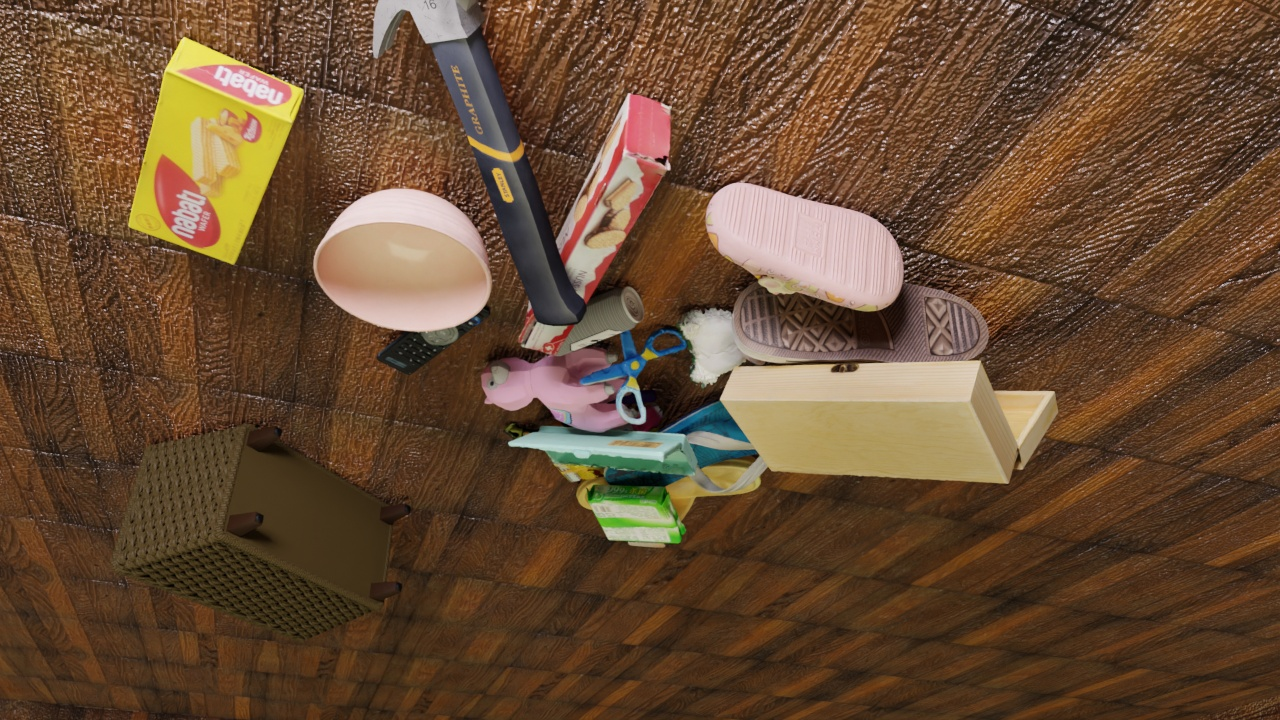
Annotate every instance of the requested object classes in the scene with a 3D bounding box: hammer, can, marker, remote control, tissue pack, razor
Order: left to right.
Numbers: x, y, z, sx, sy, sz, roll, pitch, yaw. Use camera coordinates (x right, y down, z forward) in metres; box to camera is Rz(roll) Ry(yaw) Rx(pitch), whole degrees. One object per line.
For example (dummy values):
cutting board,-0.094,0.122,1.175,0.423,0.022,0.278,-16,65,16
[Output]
remote control,-0.221,-0.029,0.973,0.141,0.021,0.045,-31,136,31
hammer,-0.099,-0.152,0.699,0.139,0.035,0.313,1,132,22
razor,-0.103,0.080,1.115,0.144,0.021,0.044,-19,133,35
can,-0.051,-0.039,0.933,0.107,0.043,0.044,-20,141,28
marker,-0.047,0.046,1.082,0.134,0.015,0.018,-4,176,7
tissue pack,-0.006,0.197,1.167,0.114,0.034,0.100,-1,137,18

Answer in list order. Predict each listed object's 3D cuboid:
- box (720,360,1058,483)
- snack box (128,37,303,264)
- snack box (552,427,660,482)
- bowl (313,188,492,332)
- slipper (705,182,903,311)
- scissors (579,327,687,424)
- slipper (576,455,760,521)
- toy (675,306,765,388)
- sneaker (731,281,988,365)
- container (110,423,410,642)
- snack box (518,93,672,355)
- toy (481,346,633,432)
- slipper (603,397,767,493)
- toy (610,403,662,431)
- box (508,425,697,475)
box,0.249,0.061,0.910,0.248,0.118,0.252,0,178,41
snack box,-0.354,-0.164,0.757,0.092,0.042,0.201,21,140,-25
snack box,-0.036,0.123,1.187,0.149,0.025,0.061,-12,143,18
bowl,-0.206,-0.099,0.819,0.153,0.076,0.153,0,145,0
slipper,0.139,-0.091,0.820,0.197,0.093,0.082,15,154,-19
scissors,-0.006,0.006,0.966,0.125,0.127,0.013,-17,-169,-18
slipper,0.032,0.181,1.227,0.264,0.078,0.099,-12,141,19
toy,0.097,-0.021,0.961,0.109,0.041,0.096,-8,131,7
sneaker,0.210,-0.026,0.924,0.245,0.091,0.097,2,162,-4
container,-0.477,0.228,1.225,0.205,0.176,0.321,-19,141,21
snack box,-0.047,-0.108,0.806,0.044,0.076,0.274,16,144,-16
toy,-0.093,0.033,1.023,0.158,0.067,0.123,-7,147,18
slipper,0.088,0.109,1.106,0.295,0.060,0.118,-25,129,19
toy,-0.022,0.083,1.113,0.102,0.050,0.065,-16,138,15
box,-0.040,0.100,1.048,0.187,0.055,0.138,2,162,20
